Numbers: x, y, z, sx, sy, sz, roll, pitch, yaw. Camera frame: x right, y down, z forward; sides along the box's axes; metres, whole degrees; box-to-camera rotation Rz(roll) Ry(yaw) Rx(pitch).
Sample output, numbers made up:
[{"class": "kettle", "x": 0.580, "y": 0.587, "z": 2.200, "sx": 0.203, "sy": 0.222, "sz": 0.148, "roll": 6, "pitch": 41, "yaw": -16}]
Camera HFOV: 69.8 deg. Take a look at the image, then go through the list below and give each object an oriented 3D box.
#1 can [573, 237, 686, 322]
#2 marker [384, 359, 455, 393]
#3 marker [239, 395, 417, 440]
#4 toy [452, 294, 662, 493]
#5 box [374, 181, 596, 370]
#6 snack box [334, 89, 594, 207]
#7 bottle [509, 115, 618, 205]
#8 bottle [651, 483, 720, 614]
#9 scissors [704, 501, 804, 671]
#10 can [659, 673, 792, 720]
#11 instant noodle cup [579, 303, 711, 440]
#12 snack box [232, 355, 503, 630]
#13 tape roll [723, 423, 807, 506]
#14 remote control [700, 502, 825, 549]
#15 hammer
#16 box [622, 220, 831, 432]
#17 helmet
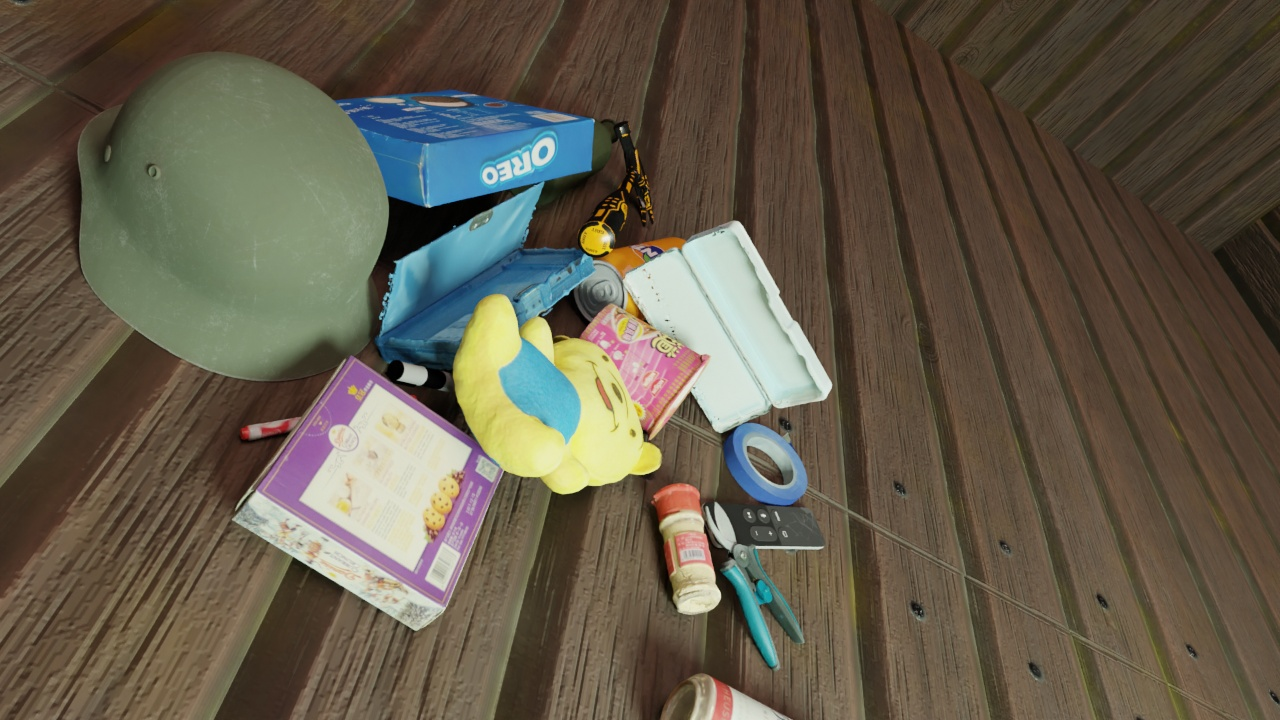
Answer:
[{"class": "can", "x": 0.001, "y": -0.083, "z": 0.969, "sx": 0.079, "sy": 0.079, "sz": 0.142, "roll": 52, "pitch": 38, "yaw": 14}, {"class": "marker", "x": -0.151, "y": 0.019, "z": 0.739, "sx": 0.016, "sy": 0.016, "sz": 0.140, "roll": 59, "pitch": 17, "yaw": 23}, {"class": "marker", "x": -0.230, "y": 0.042, "z": 0.691, "sx": 0.142, "sy": 0.013, "sz": 0.013, "roll": -11, "pitch": 60, "yaw": -47}, {"class": "toy", "x": -0.070, "y": 0.037, "z": 0.751, "sx": 0.213, "sy": 0.084, "sz": 0.149, "roll": 12, "pitch": 59, "yaw": -65}, {"class": "box", "x": -0.134, "y": -0.085, "z": 0.812, "sx": 0.094, "sy": 0.102, "sz": 0.230, "roll": 6, "pitch": 28, "yaw": 25}, {"class": "snack box", "x": -0.190, "y": -0.210, "z": 0.874, "sx": 0.196, "sy": 0.056, "sz": 0.238, "roll": 19, "pitch": 28, "yaw": 28}, {"class": "bottle", "x": -0.080, "y": -0.243, "z": 1.070, "sx": 0.071, "sy": 0.072, "sz": 0.206, "roll": 41, "pitch": 36, "yaw": 0}, {"class": "bottle", "x": 0.039, "y": 0.160, "z": 0.785, "sx": 0.044, "sy": 0.044, "sz": 0.109, "roll": 16, "pitch": 43, "yaw": -29}, {"class": "scissors", "x": 0.100, "y": 0.198, "z": 0.798, "sx": 0.153, "sy": 0.019, "sz": 0.127, "roll": 33, "pitch": 46, "yaw": -28}, {"class": "can", "x": 0.096, "y": 0.295, "z": 0.675, "sx": 0.170, "sy": 0.067, "sz": 0.067, "roll": 32, "pitch": 37, "yaw": -13}, {"class": "instant noodle cup", "x": -0.005, "y": 0.005, "z": 0.870, "sx": 0.108, "sy": 0.098, "sz": 0.097, "roll": 36, "pitch": 36, "yaw": 7}, {"class": "snack box", "x": -0.182, "y": 0.090, "z": 0.647, "sx": 0.148, "sy": 0.041, "sz": 0.143, "roll": 37, "pitch": 36, "yaw": -16}, {"class": "tape roll", "x": 0.128, "y": 0.107, "z": 0.940, "sx": 0.093, "sy": 0.016, "sz": 0.091, "roll": 13, "pitch": 45, "yaw": -33}, {"class": "remote control", "x": 0.120, "y": 0.160, "z": 0.885, "sx": 0.146, "sy": 0.008, "sz": 0.045, "roll": 9, "pitch": 47, "yaw": -36}, {"class": "hammer", "x": -0.022, "y": -0.171, "z": 0.992, "sx": 0.319, "sy": 0.036, "sz": 0.123, "roll": -74, "pitch": 148, "yaw": -65}, {"class": "box", "x": 0.086, "y": -0.029, "z": 0.890, "sx": 0.197, "sy": 0.137, "sz": 0.049, "roll": 57, "pitch": 30, "yaw": -17}, {"class": "helmet", "x": -0.294, "y": -0.137, "z": 0.698, "sx": 0.268, "sy": 0.154, "sz": 0.226, "roll": 47, "pitch": 37, "yaw": 8}]
